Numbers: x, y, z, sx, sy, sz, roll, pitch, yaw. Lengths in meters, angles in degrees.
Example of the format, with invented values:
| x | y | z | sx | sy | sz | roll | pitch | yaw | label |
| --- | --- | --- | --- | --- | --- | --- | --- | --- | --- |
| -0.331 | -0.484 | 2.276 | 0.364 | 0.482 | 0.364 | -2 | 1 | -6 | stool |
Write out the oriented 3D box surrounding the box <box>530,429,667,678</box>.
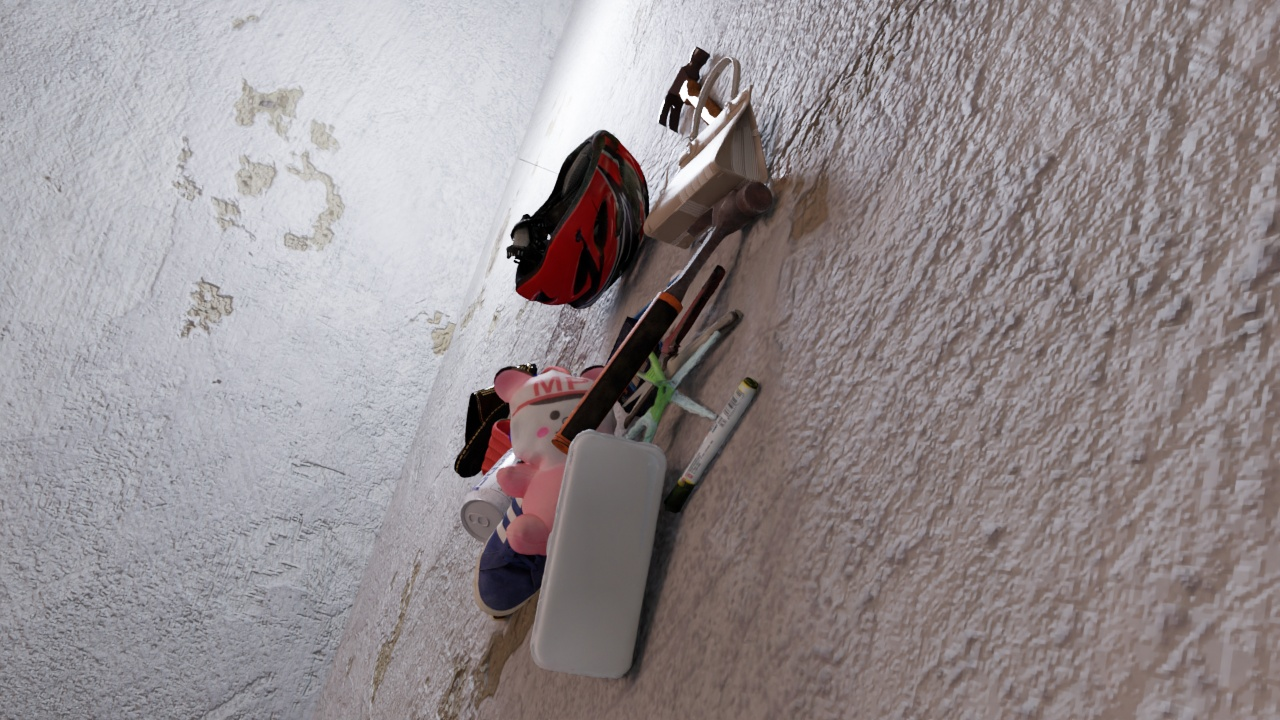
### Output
| x | y | z | sx | sy | sz | roll | pitch | yaw | label |
| --- | --- | --- | --- | --- | --- | --- | --- | --- | --- |
| -0.042 | 0.179 | 0.847 | 0.125 | 0.106 | 0.215 | 146 | 138 | -73 | box |

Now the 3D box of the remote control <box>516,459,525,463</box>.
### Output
| x | y | z | sx | sy | sz | roll | pitch | yaw | label |
| --- | --- | --- | --- | --- | --- | --- | --- | --- | --- |
| -0.137 | 0.165 | 1.167 | 0.046 | 0.009 | 0.125 | -62 | -30 | -41 | remote control |

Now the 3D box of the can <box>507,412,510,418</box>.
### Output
| x | y | z | sx | sy | sz | roll | pitch | yaw | label |
| --- | --- | --- | --- | --- | --- | --- | --- | --- | --- |
| -0.198 | 0.136 | 1.434 | 0.135 | 0.054 | 0.054 | -67 | 17 | 5 | can |

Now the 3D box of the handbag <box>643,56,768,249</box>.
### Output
| x | y | z | sx | sy | sz | roll | pitch | yaw | label |
| --- | --- | --- | --- | --- | --- | --- | --- | --- | --- |
| 0.080 | -0.250 | 1.023 | 0.176 | 0.062 | 0.197 | 147 | 136 | -61 | handbag |

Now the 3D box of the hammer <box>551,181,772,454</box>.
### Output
| x | y | z | sx | sy | sz | roll | pitch | yaw | label |
| --- | --- | --- | --- | --- | --- | --- | --- | --- | --- |
| 0.012 | -0.039 | 0.908 | 0.314 | 0.035 | 0.138 | -54 | 12 | -14 | hammer |

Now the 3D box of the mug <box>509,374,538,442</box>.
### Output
| x | y | z | sx | sy | sz | roll | pitch | yaw | label |
| --- | --- | --- | --- | --- | --- | --- | --- | --- | --- |
| -0.141 | 0.081 | 1.269 | 0.111 | 0.079 | 0.083 | -26 | 42 | 39 | mug |

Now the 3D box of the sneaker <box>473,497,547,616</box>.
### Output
| x | y | z | sx | sy | sz | roll | pitch | yaw | label |
| --- | --- | --- | --- | --- | --- | --- | --- | --- | --- |
| -0.109 | 0.190 | 1.062 | 0.119 | 0.091 | 0.232 | -19 | 44 | 65 | sneaker |

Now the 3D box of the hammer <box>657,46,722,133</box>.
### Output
| x | y | z | sx | sy | sz | roll | pitch | yaw | label |
| --- | --- | --- | --- | --- | --- | --- | --- | --- | --- |
| 0.080 | -0.334 | 1.202 | 0.115 | 0.033 | 0.322 | -60 | 20 | 20 | hammer |

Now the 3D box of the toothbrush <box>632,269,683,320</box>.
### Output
| x | y | z | sx | sy | sz | roll | pitch | yaw | label |
| --- | --- | --- | --- | --- | --- | --- | --- | --- | --- |
| 0.018 | -0.069 | 1.097 | 0.167 | 0.016 | 0.014 | -38 | 34 | 59 | toothbrush |

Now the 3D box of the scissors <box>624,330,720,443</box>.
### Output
| x | y | z | sx | sy | sz | roll | pitch | yaw | label |
| --- | --- | --- | --- | --- | --- | --- | --- | --- | --- |
| 0.026 | 0.036 | 0.900 | 0.171 | 0.023 | 0.168 | 34 | 100 | 58 | scissors |

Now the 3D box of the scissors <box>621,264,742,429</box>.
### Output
| x | y | z | sx | sy | sz | roll | pitch | yaw | label |
| --- | --- | --- | --- | --- | --- | --- | --- | --- | --- |
| 0.041 | -0.014 | 0.930 | 0.180 | 0.015 | 0.187 | -7 | 61 | 61 | scissors |

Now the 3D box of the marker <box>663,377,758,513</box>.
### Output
| x | y | z | sx | sy | sz | roll | pitch | yaw | label |
| --- | --- | --- | --- | --- | --- | --- | --- | --- | --- |
| 0.061 | 0.076 | 0.799 | 0.147 | 0.017 | 0.017 | -60 | 19 | 25 | marker |

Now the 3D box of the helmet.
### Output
| x | y | z | sx | sy | sz | roll | pitch | yaw | label |
| --- | --- | --- | --- | --- | --- | --- | --- | --- | --- |
| -0.081 | -0.191 | 1.284 | 0.273 | 0.167 | 0.217 | -55 | 21 | 36 | helmet |

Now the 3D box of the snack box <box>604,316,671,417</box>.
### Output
| x | y | z | sx | sy | sz | roll | pitch | yaw | label |
| --- | --- | --- | --- | --- | --- | --- | --- | --- | --- |
| -0.006 | 0.006 | 1.060 | 0.150 | 0.027 | 0.082 | -126 | 57 | -69 | snack box |

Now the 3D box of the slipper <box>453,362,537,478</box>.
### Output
| x | y | z | sx | sy | sz | roll | pitch | yaw | label |
| --- | --- | --- | --- | --- | --- | --- | --- | --- | --- |
| -0.242 | 0.087 | 1.491 | 0.267 | 0.076 | 0.113 | -58 | -8 | -52 | slipper |

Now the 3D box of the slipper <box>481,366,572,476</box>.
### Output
| x | y | z | sx | sy | sz | roll | pitch | yaw | label |
| --- | --- | --- | --- | --- | --- | --- | --- | --- | --- |
| -0.180 | 0.116 | 1.351 | 0.103 | 0.059 | 0.249 | 32 | 96 | 49 | slipper |

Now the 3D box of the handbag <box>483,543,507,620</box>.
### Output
| x | y | z | sx | sy | sz | roll | pitch | yaw | label |
| --- | --- | --- | --- | --- | --- | --- | --- | --- | --- |
| -0.185 | 0.274 | 1.251 | 0.166 | 0.063 | 0.139 | -110 | 28 | -60 | handbag |

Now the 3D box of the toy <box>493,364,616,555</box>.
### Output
| x | y | z | sx | sy | sz | roll | pitch | yaw | label |
| --- | --- | --- | --- | --- | --- | --- | --- | --- | --- |
| -0.084 | 0.100 | 0.980 | 0.084 | 0.142 | 0.212 | 90 | 172 | -65 | toy |

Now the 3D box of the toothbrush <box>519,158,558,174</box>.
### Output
| x | y | z | sx | sy | sz | roll | pitch | yaw | label |
| --- | --- | --- | --- | --- | --- | --- | --- | --- | --- |
| -0.104 | -0.276 | 1.426 | 0.010 | 0.181 | 0.010 | -117 | 48 | -74 | toothbrush |

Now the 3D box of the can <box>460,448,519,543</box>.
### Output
| x | y | z | sx | sy | sz | roll | pitch | yaw | label |
| --- | --- | --- | --- | --- | --- | --- | --- | --- | --- |
| -0.173 | 0.174 | 1.203 | 0.078 | 0.078 | 0.135 | -57 | -4 | 32 | can |
